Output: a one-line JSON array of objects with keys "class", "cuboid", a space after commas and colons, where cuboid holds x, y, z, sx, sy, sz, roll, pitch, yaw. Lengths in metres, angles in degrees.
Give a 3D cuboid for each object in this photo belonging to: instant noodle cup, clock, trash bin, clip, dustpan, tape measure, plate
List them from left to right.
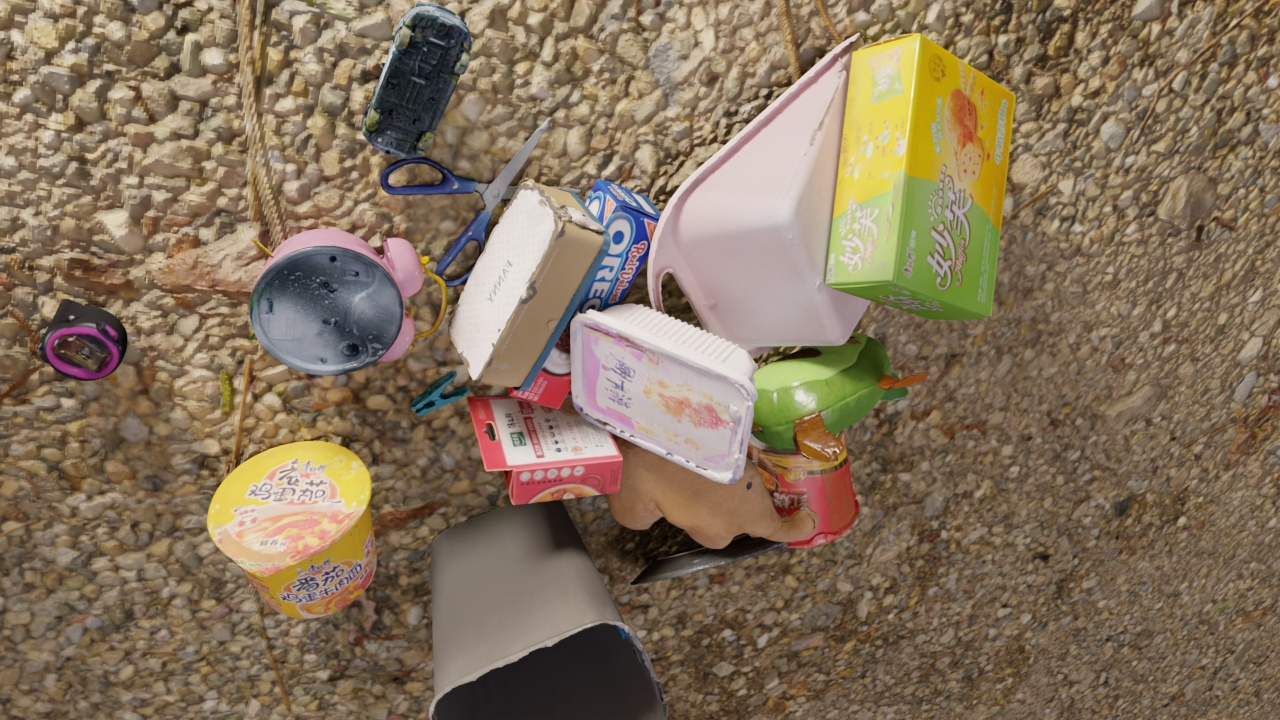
[{"class": "tape measure", "cuboid": [-0.436, -0.013, 0.721, 0.058, 0.039, 0.057, 30, 107, -34]}, {"class": "instant noodle cup", "cuboid": [-0.305, 0.159, 0.833, 0.138, 0.138, 0.110, -12, 133, -13]}, {"class": "clock", "cuboid": [-0.239, -0.050, 0.759, 0.158, 0.059, 0.117, 4, 119, -21]}, {"class": "clip", "cuboid": [-0.189, 0.033, 0.861, 0.055, 0.013, 0.038, -31, 127, 2]}, {"class": "trash bin", "cuboid": [-0.107, 0.272, 0.922, 0.198, 0.219, 0.199, -22, 126, -5]}, {"class": "instant noodle cup", "cuboid": [0.026, 0.020, 0.799, 0.060, 0.173, 0.138, -49, 155, -38]}, {"class": "plate", "cuboid": [0.073, 0.215, 1.017, 0.179, 0.024, 0.179, -14, 170, -3]}, {"class": "dustpan", "cuboid": [0.128, -0.128, 0.839, 0.272, 0.139, 0.222, -57, 133, -32]}, {"class": "instant noodle cup", "cuboid": [0.164, 0.114, 0.981, 0.137, 0.138, 0.109, -14, 117, -12]}]

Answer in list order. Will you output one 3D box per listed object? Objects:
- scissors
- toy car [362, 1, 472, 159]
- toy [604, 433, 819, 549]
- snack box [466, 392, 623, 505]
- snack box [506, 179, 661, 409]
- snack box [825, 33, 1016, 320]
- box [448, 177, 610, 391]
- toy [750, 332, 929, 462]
[{"class": "scissors", "cuboid": [-0.136, -0.135, 0.771, 0.162, 0.012, 0.176, 17, 113, -30]}, {"class": "toy car", "cuboid": [-0.170, -0.209, 0.695, 0.054, 0.036, 0.121, 14, 126, -29]}, {"class": "toy", "cuboid": [0.064, 0.130, 0.919, 0.226, 0.082, 0.144, 10, 134, 20]}, {"class": "snack box", "cuboid": [-0.093, 0.080, 0.866, 0.127, 0.113, 0.044, -3, 124, -18]}, {"class": "snack box", "cuboid": [-0.056, -0.057, 0.824, 0.057, 0.058, 0.208, 18, 113, -33]}, {"class": "snack box", "cuboid": [0.245, -0.150, 0.793, 0.157, 0.070, 0.210, 11, 85, -39]}, {"class": "box", "cuboid": [-0.101, -0.057, 0.780, 0.059, 0.089, 0.185, 7, 126, -40]}, {"class": "toy", "cuboid": [0.170, 0.031, 0.898, 0.246, 0.227, 0.090, -28, 109, -49]}]
